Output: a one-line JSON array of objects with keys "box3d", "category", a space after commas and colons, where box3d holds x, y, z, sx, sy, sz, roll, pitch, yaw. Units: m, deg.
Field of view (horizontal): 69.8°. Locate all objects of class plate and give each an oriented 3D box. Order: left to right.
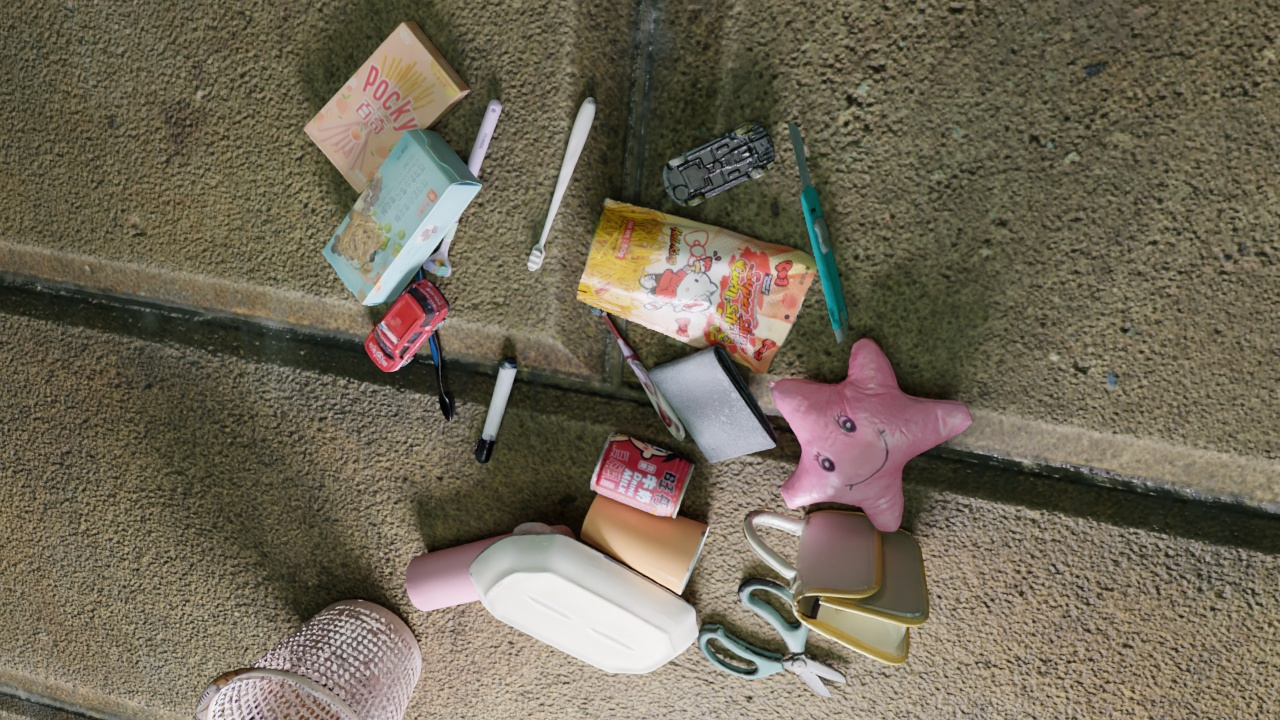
[{"box3d": [-0.061, 0.275, 0.994, 0.265, 0.034, 0.162, 34, 126, -22], "category": "plate"}]

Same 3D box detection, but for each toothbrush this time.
[{"box3d": [-0.221, -0.024, 0.983, 0.014, 0.016, 0.190, -1, 108, 24], "category": "toothbrush"}, {"box3d": [-0.174, -0.169, 0.908, 0.029, 0.021, 0.189, 19, 114, -14], "category": "toothbrush"}, {"box3d": [-0.077, -0.167, 0.886, 0.016, 0.016, 0.180, 22, 114, -2], "category": "toothbrush"}, {"box3d": [-0.006, 0.005, 0.935, 0.016, 0.017, 0.187, -27, 101, 23], "category": "toothbrush"}]

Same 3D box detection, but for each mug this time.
[{"box3d": [0.003, 0.187, 0.975, 0.123, 0.078, 0.078, 23, 114, 10], "category": "mug"}]

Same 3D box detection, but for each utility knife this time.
[{"box3d": [0.163, -0.116, 0.839, 0.013, 0.029, 0.209, -3, 112, 43], "category": "utility knife"}]

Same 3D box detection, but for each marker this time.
[{"box3d": [-0.158, 0.055, 0.993, 0.022, 0.018, 0.131, 25, 115, 14], "category": "marker"}]

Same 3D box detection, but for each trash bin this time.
[{"box3d": [-0.366, 0.397, 1.081, 0.228, 0.191, 0.228, 5, 112, 12], "category": "trash bin"}]

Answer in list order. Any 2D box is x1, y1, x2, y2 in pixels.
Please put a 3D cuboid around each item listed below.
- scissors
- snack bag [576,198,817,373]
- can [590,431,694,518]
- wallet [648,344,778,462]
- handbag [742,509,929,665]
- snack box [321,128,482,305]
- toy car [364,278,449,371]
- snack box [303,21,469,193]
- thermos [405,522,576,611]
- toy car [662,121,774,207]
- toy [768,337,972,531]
[{"box3d": [0.156, 0.304, 1.010, 0.177, 0.019, 0.169, 18, 113, 9], "category": "scissors"}, {"box3d": [0.049, -0.073, 0.873, 0.208, 0.073, 0.129, 19, 114, -2], "category": "snack bag"}, {"box3d": [0.003, 0.119, 0.950, 0.094, 0.066, 0.067, 20, 114, 6], "category": "can"}, {"box3d": [0.072, 0.045, 0.913, 0.097, 0.019, 0.121, -21, 107, 48], "category": "wallet"}, {"box3d": [0.182, 0.194, 0.881, 0.179, 0.163, 0.063, 21, 112, 6], "category": "handbag"}, {"box3d": [-0.238, -0.139, 0.907, 0.175, 0.051, 0.074, -46, 76, 27], "category": "snack box"}, {"box3d": [-0.249, -0.034, 0.958, 0.053, 0.045, 0.121, 50, 124, 5], "category": "toy car"}, {"box3d": [-0.249, -0.244, 0.894, 0.158, 0.026, 0.084, -36, 99, 24], "category": "snack box"}, {"box3d": [-0.171, 0.227, 1.031, 0.199, 0.067, 0.087, -17, 132, 21], "category": "thermos"}, {"box3d": [0.071, -0.178, 0.836, 0.106, 0.031, 0.049, -22, 103, 19], "category": "toy car"}, {"box3d": [0.196, 0.075, 0.881, 0.178, 0.074, 0.195, 33, 117, 10], "category": "toy"}]
